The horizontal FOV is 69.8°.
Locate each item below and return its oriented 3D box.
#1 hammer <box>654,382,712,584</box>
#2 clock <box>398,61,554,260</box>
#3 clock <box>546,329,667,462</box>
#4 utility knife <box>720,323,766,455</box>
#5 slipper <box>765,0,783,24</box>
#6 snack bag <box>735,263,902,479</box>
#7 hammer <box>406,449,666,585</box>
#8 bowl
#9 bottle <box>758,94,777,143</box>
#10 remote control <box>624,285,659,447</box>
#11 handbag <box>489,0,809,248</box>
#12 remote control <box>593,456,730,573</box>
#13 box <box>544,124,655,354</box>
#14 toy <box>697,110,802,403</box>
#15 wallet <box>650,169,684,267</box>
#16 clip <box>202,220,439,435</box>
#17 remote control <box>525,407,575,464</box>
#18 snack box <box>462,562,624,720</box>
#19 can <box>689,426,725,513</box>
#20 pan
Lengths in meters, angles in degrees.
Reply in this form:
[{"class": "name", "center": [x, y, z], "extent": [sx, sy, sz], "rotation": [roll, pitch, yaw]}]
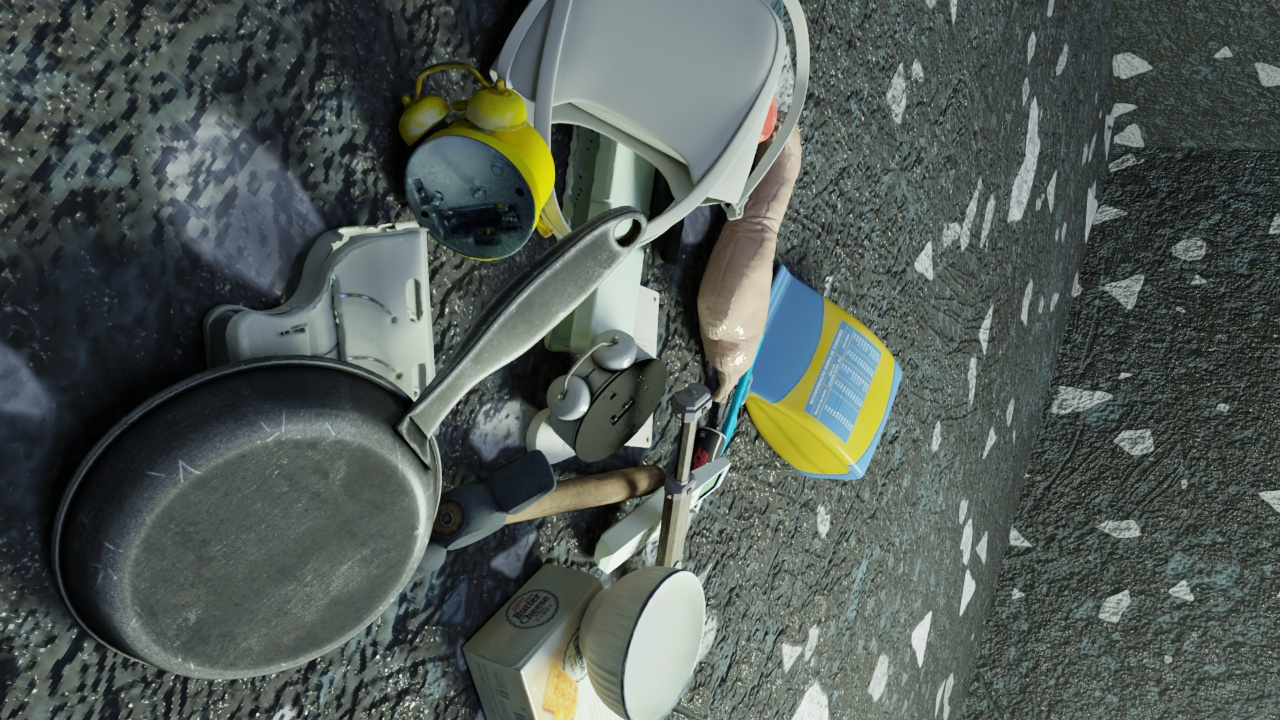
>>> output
[{"class": "hammer", "center": [0.030, 0.135, 0.766], "extent": [0.146, 0.028, 0.318], "rotation": [-37, 147, -36]}, {"class": "clock", "center": [-0.098, -0.118, 0.546], "extent": [0.057, 0.083, 0.119], "rotation": [-66, 147, -47]}, {"class": "clock", "center": [-0.027, 0.024, 0.680], "extent": [0.094, 0.035, 0.123], "rotation": [-46, 153, -10]}, {"class": "utility knife", "center": [0.098, 0.044, 0.935], "extent": [0.031, 0.015, 0.179], "rotation": [-37, 146, -74]}, {"class": "slipper", "center": [0.070, -0.316, 0.764], "extent": [0.101, 0.082, 0.264], "rotation": [-64, 164, -16]}, {"class": "snack bag", "center": [0.186, 0.016, 1.025], "extent": [0.205, 0.102, 0.158], "rotation": [43, 61, -30]}, {"class": "hammer", "center": [-0.050, 0.100, 0.688], "extent": [0.040, 0.129, 0.321], "rotation": [64, 19, 13]}, {"class": "bowl", "center": [-0.005, 0.210, 0.698], "extent": [0.117, 0.062, 0.118], "rotation": [-22, 117, -54]}, {"class": "bottle", "center": [0.053, -0.199, 0.732], "extent": [0.044, 0.109, 0.044], "rotation": [-28, 124, -51]}, {"class": "remote control", "center": [-0.005, 0.004, 0.774], "extent": [0.050, 0.011, 0.135], "rotation": [14, 77, -57]}, {"class": "handbag", "center": [0.009, -0.168, 0.618], "extent": [0.215, 0.096, 0.222], "rotation": [24, 76, -17]}, {"class": "remote control", "center": [0.016, 0.132, 0.806], "extent": [0.143, 0.024, 0.050], "rotation": [-34, 159, -26]}, {"class": "box", "center": [-0.024, -0.101, 0.703], "extent": [0.083, 0.066, 0.199], "rotation": [4, 94, -38]}, {"class": "toy", "center": [0.110, -0.107, 0.905], "extent": [0.196, 0.065, 0.263], "rotation": [85, 23, -57]}, {"class": "wallet", "center": [0.023, -0.126, 0.738], "extent": [0.114, 0.026, 0.089], "rotation": [-82, 179, -75]}, {"class": "clip", "center": [-0.154, -0.009, 0.502], "extent": [0.152, 0.097, 0.126], "rotation": [-28, 120, -63]}, {"class": "remote control", "center": [-0.044, 0.050, 0.744], "extent": [0.136, 0.013, 0.043], "rotation": [-17, 113, -54]}, {"class": "snack box", "center": [-0.065, 0.276, 0.738], "extent": [0.104, 0.058, 0.208], "rotation": [-42, 133, -44]}, {"class": "can", "center": [0.056, 0.107, 0.898], "extent": [0.031, 0.032, 0.080], "rotation": [48, 60, -51]}, {"class": "pan", "center": [-0.123, 0.033, 0.483], "extent": [0.356, 0.055, 0.187], "rotation": [-39, 134, -12]}]
